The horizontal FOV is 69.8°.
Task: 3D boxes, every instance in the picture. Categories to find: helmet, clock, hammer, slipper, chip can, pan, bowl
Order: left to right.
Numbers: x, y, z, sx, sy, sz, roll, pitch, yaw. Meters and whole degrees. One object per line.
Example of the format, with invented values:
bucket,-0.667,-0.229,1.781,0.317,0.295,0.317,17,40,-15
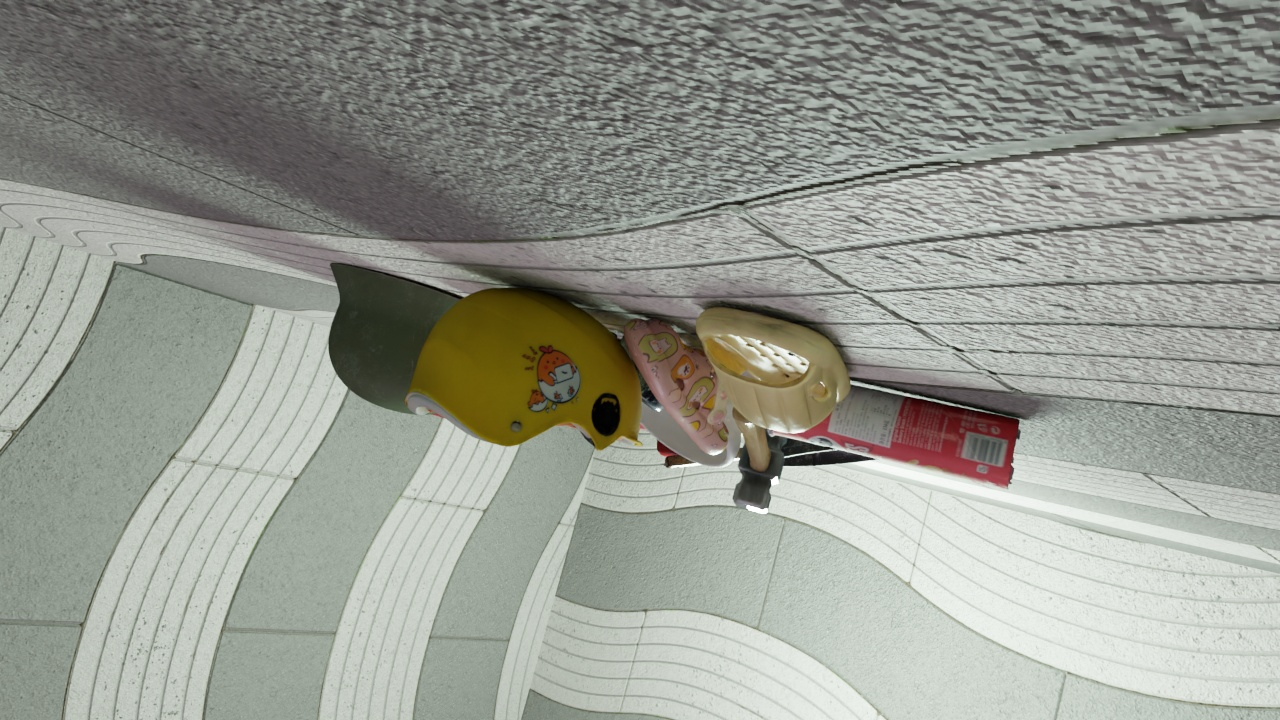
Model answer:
helmet,-0.305,-0.009,1.202,0.227,0.153,0.267,15,174,19
helmet,-0.097,0.004,0.892,0.239,0.139,0.209,9,-178,-39
clock,-0.006,0.006,1.025,0.129,0.052,0.090,41,176,-27
bowl,0.060,0.054,1.159,0.176,0.066,0.177,33,155,17
slipper,0.052,0.016,0.900,0.093,0.081,0.197,57,-178,41
hammer,0.131,0.091,1.034,0.051,0.117,0.323,14,166,14
slipper,0.113,0.019,0.779,0.111,0.079,0.261,17,176,24
pan,0.202,0.122,1.263,0.356,0.040,0.208,-1,167,-11
chip can,0.247,0.065,0.901,0.233,0.073,0.073,12,174,21

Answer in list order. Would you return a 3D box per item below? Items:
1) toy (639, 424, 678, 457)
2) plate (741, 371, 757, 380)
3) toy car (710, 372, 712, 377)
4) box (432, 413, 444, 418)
toy,-0.002,0.062,1.327,0.197,0.121,0.158,18,-159,9
plate,0.170,0.044,1.083,0.182,0.034,0.182,15,174,1
toy car,0.072,0.008,0.999,0.048,0.032,0.105,13,173,17
box,-0.305,0.007,1.407,0.136,0.157,0.123,14,170,-3
